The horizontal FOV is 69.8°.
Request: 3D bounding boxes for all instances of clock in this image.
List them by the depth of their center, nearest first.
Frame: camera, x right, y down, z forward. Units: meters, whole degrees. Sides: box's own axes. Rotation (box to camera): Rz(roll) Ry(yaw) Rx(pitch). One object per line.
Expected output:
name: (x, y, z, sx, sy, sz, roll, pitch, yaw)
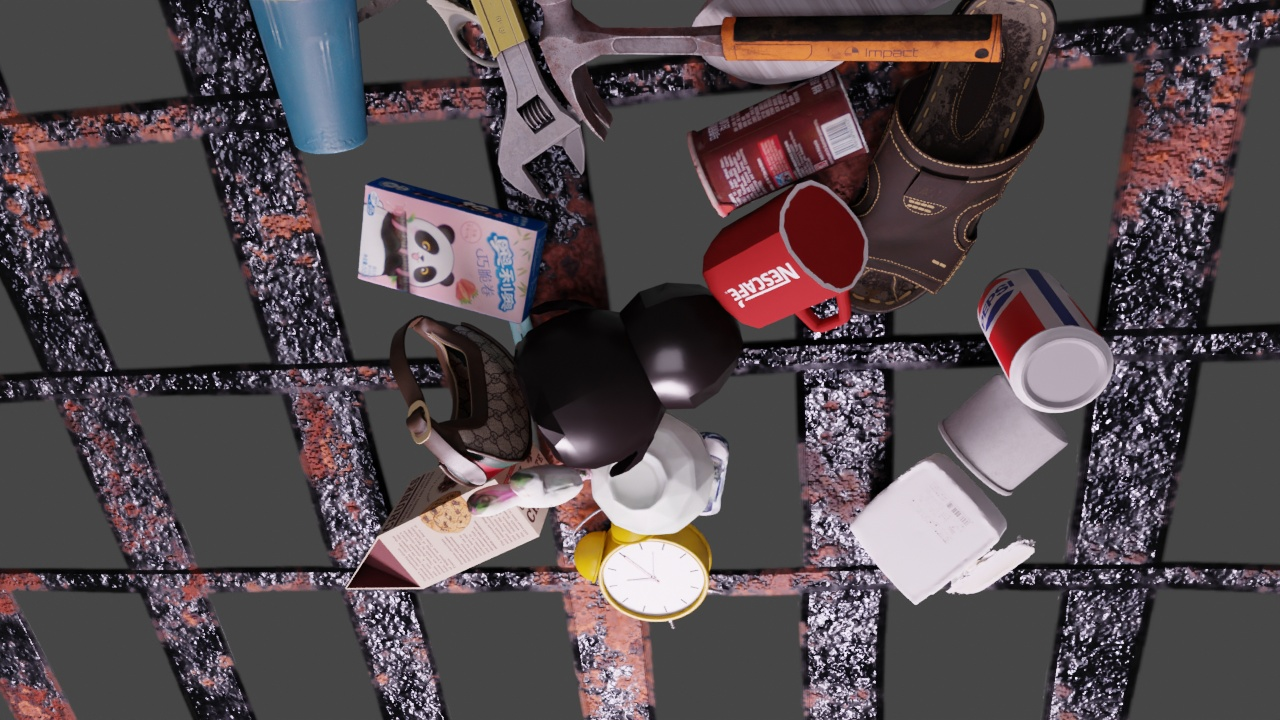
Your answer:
clock: (0.003, 0.199, 0.911, 0.152, 0.052, 0.114, 40, 115, -17)

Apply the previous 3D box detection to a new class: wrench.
wrench: (-0.109, -0.255, 0.696, 0.084, 0.018, 0.273, -17, 114, 11)

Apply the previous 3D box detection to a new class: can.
can: (0.309, -0.019, 0.711, 0.070, 0.131, 0.070, 3, 117, 6)

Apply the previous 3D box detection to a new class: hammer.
hammer: (0.084, -0.212, 0.640, 0.315, 0.034, 0.138, 6, 144, 16)

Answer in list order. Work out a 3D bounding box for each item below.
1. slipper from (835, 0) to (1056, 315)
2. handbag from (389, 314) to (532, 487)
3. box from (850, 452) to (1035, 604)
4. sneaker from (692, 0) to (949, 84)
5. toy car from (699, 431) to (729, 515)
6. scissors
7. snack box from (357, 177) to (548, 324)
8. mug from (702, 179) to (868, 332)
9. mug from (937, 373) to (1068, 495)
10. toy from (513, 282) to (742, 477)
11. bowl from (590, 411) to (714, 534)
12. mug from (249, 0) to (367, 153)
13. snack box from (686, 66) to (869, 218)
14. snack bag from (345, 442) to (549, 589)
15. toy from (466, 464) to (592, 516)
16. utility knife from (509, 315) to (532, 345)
slipper: (0.226, -0.145, 0.690, 0.113, 0.075, 0.268, 20, 118, -2)
handbag: (-0.157, 0.031, 0.779, 0.063, 0.166, 0.138, -36, 129, 21)
box: (0.296, 0.164, 0.849, 0.151, 0.131, 0.107, 49, 118, 18)
sneaker: (0.145, -0.278, 0.639, 0.237, 0.089, 0.099, -14, 130, 37)
toy car: (0.061, 0.110, 0.870, 0.039, 0.027, 0.090, 8, 118, 6)
scissors: (-0.156, -0.293, 0.702, 0.171, 0.012, 0.158, 36, 115, -10)
snack box: (-0.162, -0.094, 0.785, 0.154, 0.033, 0.088, 15, 116, 5)
mug: (0.123, -0.070, 0.718, 0.116, 0.080, 0.097, 42, 149, -15)
mug: (0.318, 0.066, 0.790, 0.113, 0.084, 0.071, 20, 121, -42)
toy: (-0.004, 0.004, 0.753, 0.184, 0.140, 0.159, -25, 95, 4)
bowl: (0.004, 0.105, 0.830, 0.117, 0.061, 0.117, 0, 90, 15)
mug: (-0.252, -0.228, 0.713, 0.078, 0.078, 0.121, 5, 126, 5)
snack box: (0.104, -0.166, 0.699, 0.121, 0.072, 0.072, -22, 112, 16)
snack bag: (-0.190, 0.154, 0.888, 0.207, 0.094, 0.070, -27, 110, 19)
toy: (-0.086, 0.108, 0.783, 0.079, 0.122, 0.038, -19, 82, 34)
utility knife: (-0.114, -0.060, 0.816, 0.022, 0.015, 0.141, -8, 112, 13)
